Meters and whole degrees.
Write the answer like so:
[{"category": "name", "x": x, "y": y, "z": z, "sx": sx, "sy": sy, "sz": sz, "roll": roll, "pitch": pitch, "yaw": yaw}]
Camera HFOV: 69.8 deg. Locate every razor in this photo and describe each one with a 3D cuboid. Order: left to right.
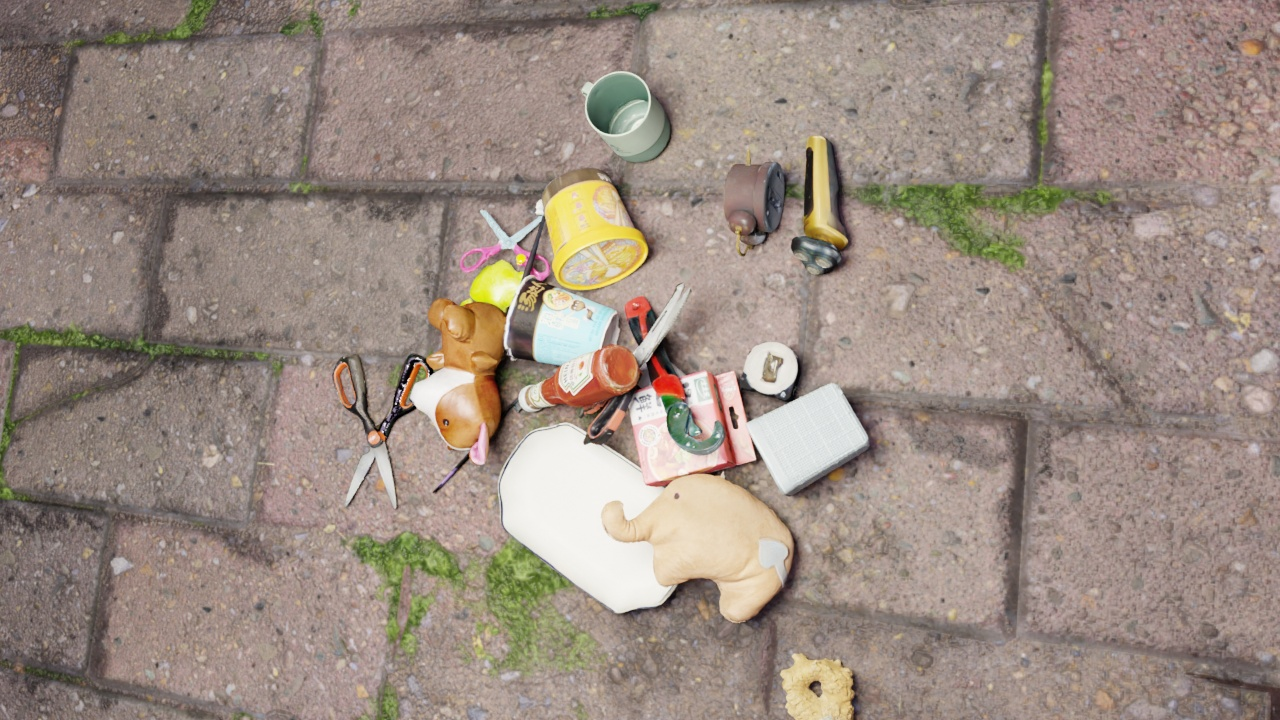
[{"category": "razor", "x": 0.210, "y": -0.186, "z": 1.085, "sx": 0.067, "sy": 0.062, "sz": 0.167, "roll": 4, "pitch": 77, "yaw": -12}]

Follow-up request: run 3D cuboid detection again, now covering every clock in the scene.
[{"category": "clock", "x": 0.133, "y": -0.184, "z": 1.093, "sx": 0.055, "sy": 0.082, "sz": 0.122, "roll": 8, "pitch": 84, "yaw": 23}]

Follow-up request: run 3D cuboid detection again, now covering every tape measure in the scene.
[{"category": "tape measure", "x": 0.155, "y": 0.011, "z": 1.083, "sx": 0.066, "sy": 0.033, "sz": 0.066, "roll": 14, "pitch": 87, "yaw": 17}]

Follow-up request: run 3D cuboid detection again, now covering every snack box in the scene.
[{"category": "snack box", "x": 0.057, "y": 0.077, "z": 1.068, "sx": 0.127, "sy": 0.044, "sz": 0.113, "roll": -18, "pitch": 72, "yaw": 15}]

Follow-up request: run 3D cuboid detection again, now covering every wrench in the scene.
[{"category": "wrench", "x": 0.029, "y": 0.012, "z": 1.066, "sx": 0.056, "sy": 0.016, "sz": 0.273, "roll": -30, "pitch": 44, "yaw": 4}]

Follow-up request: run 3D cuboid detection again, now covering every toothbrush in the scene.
[{"category": "toothbrush", "x": -0.206, "y": 0.109, "z": 1.196, "sx": 0.017, "sy": 0.014, "sz": 0.189, "roll": 44, "pitch": 97, "yaw": 6}, {"category": "toothbrush", "x": -0.142, "y": -0.134, "z": 1.178, "sx": 0.018, "sy": 0.016, "sz": 0.180, "roll": 6, "pitch": 64, "yaw": 10}]

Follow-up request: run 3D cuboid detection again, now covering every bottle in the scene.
[{"category": "bottle", "x": -0.082, "y": 0.029, "z": 1.097, "sx": 0.207, "sy": 0.059, "sz": 0.059, "roll": -19, "pitch": 74, "yaw": 51}]

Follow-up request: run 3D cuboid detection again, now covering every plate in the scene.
[{"category": "plate", "x": -0.054, "y": 0.190, "z": 1.123, "sx": 0.266, "sy": 0.034, "sz": 0.162, "roll": 31, "pitch": 91, "yaw": 19}]

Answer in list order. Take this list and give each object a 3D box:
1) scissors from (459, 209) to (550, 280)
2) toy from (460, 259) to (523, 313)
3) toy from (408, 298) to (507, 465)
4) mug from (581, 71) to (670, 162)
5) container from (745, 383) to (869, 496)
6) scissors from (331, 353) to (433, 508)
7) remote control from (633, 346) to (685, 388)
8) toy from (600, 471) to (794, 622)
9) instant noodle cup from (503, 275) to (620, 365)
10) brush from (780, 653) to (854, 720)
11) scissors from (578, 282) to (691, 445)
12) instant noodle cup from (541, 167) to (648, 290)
[{"category": "scissors", "x": -0.175, "y": -0.148, "z": 1.199, "sx": 0.134, "sy": 0.017, "sz": 0.133, "roll": -35, "pitch": 74, "yaw": -14}, {"category": "toy", "x": -0.195, "y": -0.084, "z": 1.210, "sx": 0.097, "sy": 0.031, "sz": 0.100, "roll": 1, "pitch": 86, "yaw": 14}, {"category": "toy", "x": -0.225, "y": 0.025, "z": 1.148, "sx": 0.130, "sy": 0.140, "sz": 0.199, "roll": -5, "pitch": 101, "yaw": -21}, {"category": "mug", "x": -0.023, "y": -0.306, "z": 1.146, "sx": 0.112, "sy": 0.106, "sz": 0.082, "roll": 36, "pitch": 95, "yaw": 18}, {"category": "container", "x": 0.192, "y": 0.087, "z": 1.034, "sx": 0.111, "sy": 0.090, "sz": 0.090, "roll": -30, "pitch": 74, "yaw": 8}, {"category": "scissors", "x": -0.354, "y": 0.082, "z": 1.241, "sx": 0.228, "sy": 0.021, "sz": 0.221, "roll": -41, "pitch": 72, "yaw": 8}, {"category": "remote control", "x": 0.035, "y": 0.032, "z": 1.124, "sx": 0.125, "sy": 0.024, "sz": 0.049, "roll": 41, "pitch": 96, "yaw": 19}, {"category": "toy", "x": 0.066, "y": 0.193, "z": 1.030, "sx": 0.226, "sy": 0.083, "sz": 0.143, "roll": 28, "pitch": 72, "yaw": -7}, {"category": "instant noodle cup", "x": -0.092, "y": -0.040, "z": 1.138, "sx": 0.120, "sy": 0.111, "sz": 0.111, "roll": 15, "pitch": 87, "yaw": 11}, {"category": "brush", "x": 0.216, "y": 0.443, "z": 0.990, "sx": 0.083, "sy": 0.046, "sz": 0.254, "roll": -18, "pitch": 72, "yaw": 11}, {"category": "scissors", "x": -0.010, "y": 0.000, "z": 1.085, "sx": 0.199, "sy": 0.015, "sz": 0.204, "roll": -18, "pitch": 52, "yaw": 53}, {"category": "instant noodle cup", "x": -0.064, "y": -0.166, "z": 1.140, "sx": 0.118, "sy": 0.118, "sz": 0.114, "roll": -25, "pitch": 68, "yaw": 13}]
